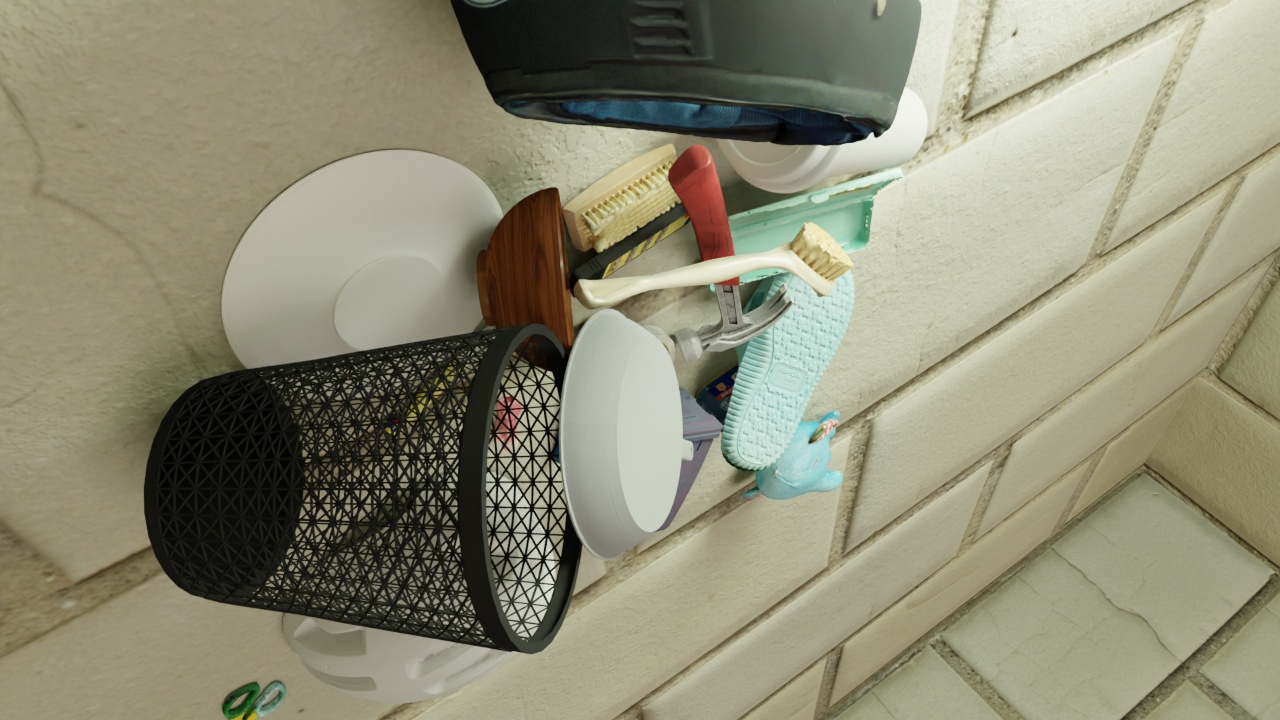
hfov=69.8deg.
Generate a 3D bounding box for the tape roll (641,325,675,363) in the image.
[{"bbox_3d":[-0.006,0.006,0.969,0.093,0.019,0.094,-26,143,-22],"label":"tape roll"}]

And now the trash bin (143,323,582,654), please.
[{"bbox_3d":[-0.184,0.088,0.643,0.243,0.216,0.217,-2,145,12],"label":"trash bin"}]

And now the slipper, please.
[{"bbox_3d":[0.157,-0.006,1.042,0.116,0.069,0.276,16,100,-21],"label":"slipper"}]

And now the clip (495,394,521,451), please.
[{"bbox_3d":[-0.129,0.065,0.896,0.023,0.044,0.060,-15,151,-40],"label":"clip"}]

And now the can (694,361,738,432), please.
[{"bbox_3d":[0.122,0.043,1.104,0.099,0.059,0.054,-34,145,-15],"label":"can"}]

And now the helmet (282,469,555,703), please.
[{"bbox_3d":[-0.224,0.247,0.944,0.282,0.183,0.224,-22,141,5],"label":"helmet"}]

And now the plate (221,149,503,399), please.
[{"bbox_3d":[-0.197,-0.051,0.704,0.229,0.030,0.230,-27,143,-23],"label":"plate"}]

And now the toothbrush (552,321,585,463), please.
[{"bbox_3d":[-0.066,0.035,0.943,0.017,0.016,0.190,-21,141,-39],"label":"toothbrush"}]

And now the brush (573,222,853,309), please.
[{"bbox_3d":[0.069,-0.076,0.796,0.271,0.062,0.077,-9,128,-25],"label":"brush"}]

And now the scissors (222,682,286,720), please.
[{"bbox_3d":[-0.421,0.385,0.969,0.071,0.014,0.131,12,117,-50],"label":"scissors"}]

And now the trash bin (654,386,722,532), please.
[{"bbox_3d":[0.013,0.114,1.043,0.092,0.094,0.161,-4,128,-43],"label":"trash bin"}]

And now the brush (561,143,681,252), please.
[{"bbox_3d":[-0.009,-0.137,0.792,0.117,0.039,0.049,-35,144,-16],"label":"brush"}]

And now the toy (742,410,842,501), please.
[{"bbox_3d":[0.231,0.139,1.286,0.180,0.115,0.184,-11,146,-54],"label":"toy"}]

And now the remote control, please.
[{"bbox_3d":[-0.007,-0.103,0.830,0.133,0.013,0.058,-34,177,-12],"label":"remote control"}]

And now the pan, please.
[{"bbox_3d":[0.013,0.070,0.810,0.356,0.051,0.200,24,67,-68],"label":"pan"}]

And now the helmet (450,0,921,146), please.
[{"bbox_3d":[0.038,-0.257,0.534,0.315,0.249,0.236,-6,102,-42],"label":"helmet"}]

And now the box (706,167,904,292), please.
[{"bbox_3d":[0.155,-0.136,0.915,0.186,0.057,0.138,-17,151,-14],"label":"box"}]

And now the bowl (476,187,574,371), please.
[{"bbox_3d":[-0.092,-0.060,0.725,0.069,0.147,0.147,-5,138,-3],"label":"bowl"}]

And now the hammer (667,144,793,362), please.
[{"bbox_3d":[0.075,-0.094,0.858,0.126,0.036,0.316,-21,153,2],"label":"hammer"}]

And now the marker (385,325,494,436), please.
[{"bbox_3d":[-0.177,0.019,0.815,0.132,0.014,0.014,-45,146,3],"label":"marker"}]

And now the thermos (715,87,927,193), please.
[{"bbox_3d":[0.174,-0.217,0.827,0.221,0.131,0.132,-11,135,-49],"label":"thermos"}]
